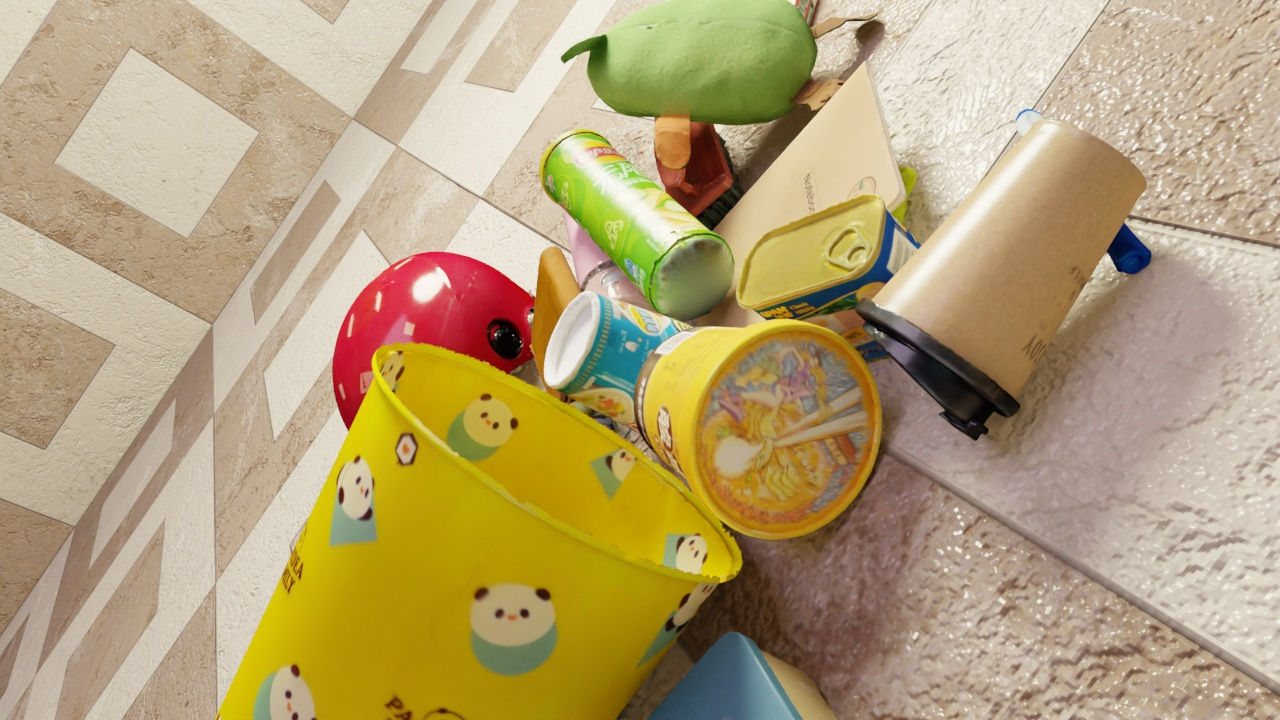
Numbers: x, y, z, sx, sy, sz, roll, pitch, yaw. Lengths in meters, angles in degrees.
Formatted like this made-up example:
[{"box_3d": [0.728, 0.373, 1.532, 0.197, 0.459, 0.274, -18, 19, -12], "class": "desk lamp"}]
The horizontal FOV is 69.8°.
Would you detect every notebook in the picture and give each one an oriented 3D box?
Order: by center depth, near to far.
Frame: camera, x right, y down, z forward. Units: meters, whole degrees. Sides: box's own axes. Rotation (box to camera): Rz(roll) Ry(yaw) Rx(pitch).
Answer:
[{"box_3d": [0.100, -0.094, 0.651, 0.208, 0.008, 0.147, -46, 31, 41], "class": "notebook"}]

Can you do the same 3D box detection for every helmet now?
[{"box_3d": [-0.213, -0.009, 0.875, 0.207, 0.144, 0.239, -29, 30, 27], "class": "helmet"}]

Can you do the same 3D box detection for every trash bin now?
[{"box_3d": [-0.105, 0.156, 0.520, 0.255, 0.229, 0.229, -59, 30, 7], "class": "trash bin"}]

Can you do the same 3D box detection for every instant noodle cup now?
[{"box_3d": [0.059, 0.031, 0.538, 0.118, 0.118, 0.114, -59, 24, -4], "class": "instant noodle cup"}, {"box_3d": [-0.004, 0.004, 0.634, 0.099, 0.110, 0.099, -45, 33, 40], "class": "instant noodle cup"}]

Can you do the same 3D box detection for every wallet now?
[{"box_3d": [-0.071, -0.019, 0.781, 0.130, 0.035, 0.119, -118, 29, -57], "class": "wallet"}]

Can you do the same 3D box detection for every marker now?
[{"box_3d": [0.236, -0.097, 0.499, 0.017, 0.017, 0.145, -38, 35, 27], "class": "marker"}]

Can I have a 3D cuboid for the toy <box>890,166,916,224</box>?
[{"box_3d": [0.147, -0.109, 0.620, 0.097, 0.031, 0.100, -37, 36, 42], "class": "toy"}]

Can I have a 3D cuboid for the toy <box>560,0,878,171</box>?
[{"box_3d": [0.064, -0.244, 0.752, 0.247, 0.090, 0.226, 8, 57, 22], "class": "toy"}]

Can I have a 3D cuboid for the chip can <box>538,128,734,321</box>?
[{"box_3d": [-0.007, -0.112, 0.727, 0.073, 0.072, 0.221, -50, 44, 9], "class": "chip can"}]

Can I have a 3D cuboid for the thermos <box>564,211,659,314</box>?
[{"box_3d": [-0.017, -0.089, 0.807, 0.087, 0.067, 0.198, -20, 37, 2], "class": "thermos"}]

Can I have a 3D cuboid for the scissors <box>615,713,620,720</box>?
[{"box_3d": [-0.027, 0.209, 0.581, 0.180, 0.019, 0.143, -49, 31, 9], "class": "scissors"}]

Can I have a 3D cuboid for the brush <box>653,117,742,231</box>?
[{"box_3d": [0.042, -0.175, 0.794, 0.063, 0.069, 0.145, -38, 35, 26], "class": "brush"}]

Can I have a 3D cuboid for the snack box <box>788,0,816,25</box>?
[{"box_3d": [0.127, -0.323, 0.854, 0.077, 0.027, 0.155, -13, 51, 48], "class": "snack box"}]

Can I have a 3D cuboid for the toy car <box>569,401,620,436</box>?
[{"box_3d": [-0.076, 0.085, 0.739, 0.159, 0.042, 0.070, -26, 42, 40], "class": "toy car"}]

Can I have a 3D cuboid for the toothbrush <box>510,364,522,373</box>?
[{"box_3d": [-0.167, -0.004, 0.982, 0.180, 0.016, 0.016, 15, 77, 56], "class": "toothbrush"}]

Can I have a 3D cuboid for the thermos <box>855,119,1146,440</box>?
[{"box_3d": [0.176, -0.041, 0.452, 0.143, 0.093, 0.093, -54, 31, 8], "class": "thermos"}]

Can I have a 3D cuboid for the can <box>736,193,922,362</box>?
[{"box_3d": [0.122, -0.042, 0.541, 0.102, 0.083, 0.057, -16, 49, 47], "class": "can"}]

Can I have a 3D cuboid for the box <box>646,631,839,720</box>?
[{"box_3d": [0.064, 0.207, 0.412, 0.090, 0.061, 0.184, -52, 33, 6], "class": "box"}]
